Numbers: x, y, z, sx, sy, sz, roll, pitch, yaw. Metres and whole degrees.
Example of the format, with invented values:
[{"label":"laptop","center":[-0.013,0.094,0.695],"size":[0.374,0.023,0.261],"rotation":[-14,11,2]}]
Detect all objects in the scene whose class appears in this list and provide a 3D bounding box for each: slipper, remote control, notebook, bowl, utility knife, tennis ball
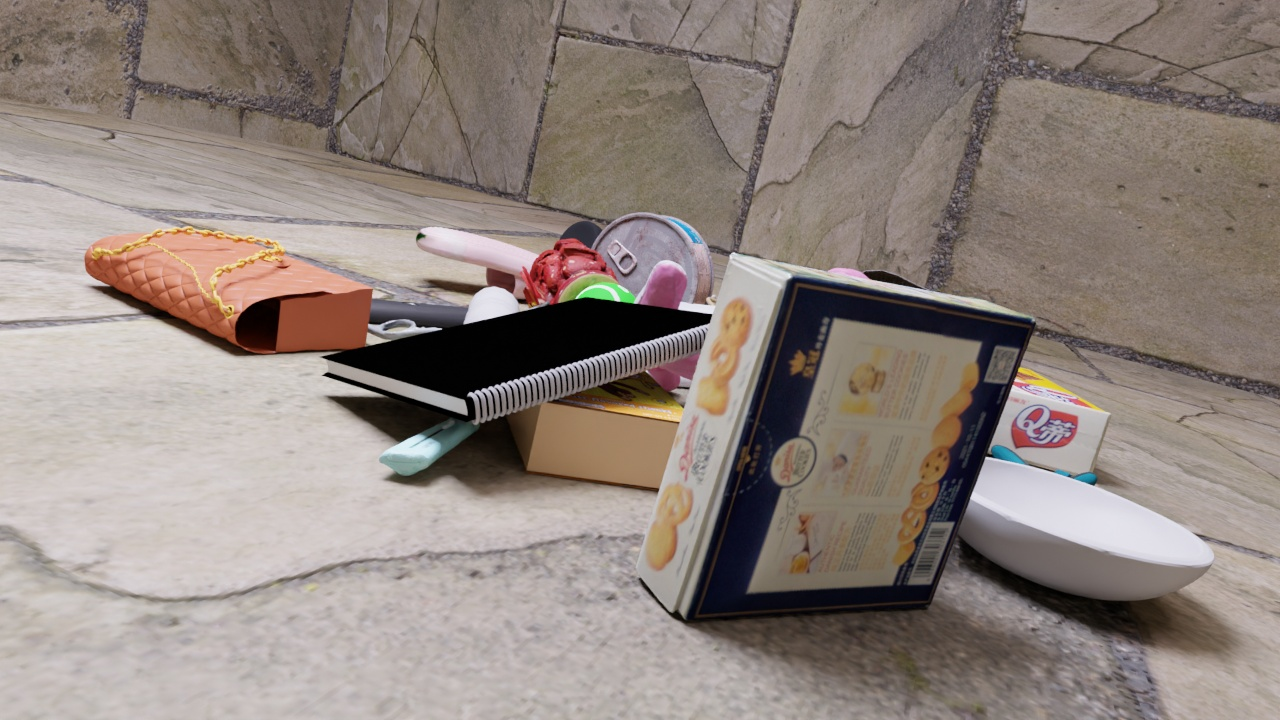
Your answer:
[{"label":"slipper","center":[-0.148,-0.100,1.030],"size":[0.221,0.056,0.107],"rotation":[17,9,-37]},{"label":"remote control","center":[-0.199,-0.040,0.772],"size":[0.146,0.015,0.033],"rotation":[3,15,-43]},{"label":"notebook","center":[-0.059,-0.008,0.545],"size":[0.149,0.016,0.206],"rotation":[11,20,44]},{"label":"bowl","center":[0.233,0.099,0.518],"size":[0.149,0.043,0.149],"rotation":[13,11,-3]},{"label":"utility knife","center":[-0.102,0.039,0.506],"size":[0.022,0.015,0.165],"rotation":[8,7,5]},{"label":"tennis ball","center":[-0.032,-0.038,0.829],"size":[0.065,0.065,0.065],"rotation":[13,11,-3]}]

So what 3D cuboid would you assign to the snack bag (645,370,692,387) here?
[{"label":"snack bag","center":[-0.004,0.005,0.780],"size":[0.196,0.016,0.070],"rotation":[6,15,-34]}]

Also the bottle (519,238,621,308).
[{"label":"bottle","center":[-0.071,-0.070,0.904],"size":[0.098,0.099,0.111],"rotation":[8,22,-25]}]

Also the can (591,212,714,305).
[{"label":"can","center":[0.009,-0.088,0.959],"size":[0.130,0.130,0.044],"rotation":[19,12,25]}]

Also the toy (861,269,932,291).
[{"label":"toy","center":[0.196,-0.005,0.766],"size":[0.179,0.153,0.078],"rotation":[31,56,17]}]

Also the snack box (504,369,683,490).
[{"label":"snack box","center":[-0.029,0.031,0.547],"size":[0.088,0.040,0.126],"rotation":[10,11,-17]}]

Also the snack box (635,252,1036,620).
[{"label":"snack box","center":[0.085,0.036,0.390],"size":[0.144,0.144,0.042],"rotation":[7,17,-31]}]

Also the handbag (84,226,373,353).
[{"label":"handbag","center":[-0.288,-0.056,0.641],"size":[0.172,0.060,0.108],"rotation":[20,16,29]}]

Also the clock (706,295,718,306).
[{"label":"clock","center":[0.132,-0.025,0.919],"size":[0.158,0.081,0.117],"rotation":[18,18,-29]}]

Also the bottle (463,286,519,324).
[{"label":"bottle","center":[-0.118,-0.028,0.734],"size":[0.044,0.044,0.136],"rotation":[12,11,-10]}]

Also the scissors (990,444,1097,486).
[{"label":"scissors","center":[0.315,0.091,0.725],"size":[0.154,0.019,0.124],"rotation":[7,12,-37]}]

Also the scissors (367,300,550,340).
[{"label":"scissors","center":[-0.128,-0.015,0.638],"size":[0.175,0.014,0.141],"rotation":[5,29,17]}]

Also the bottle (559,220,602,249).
[{"label":"bottle","center":[-0.022,-0.096,1.076],"size":[0.059,0.059,0.181],"rotation":[23,-7,40]}]

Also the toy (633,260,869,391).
[{"label":"toy","center":[0.112,0.020,0.660],"size":[0.266,0.127,0.187],"rotation":[14,-33,8]}]

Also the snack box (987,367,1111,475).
[{"label":"snack box","center":[0.358,0.044,0.898],"size":[0.110,0.062,0.230],"rotation":[15,10,4]}]
